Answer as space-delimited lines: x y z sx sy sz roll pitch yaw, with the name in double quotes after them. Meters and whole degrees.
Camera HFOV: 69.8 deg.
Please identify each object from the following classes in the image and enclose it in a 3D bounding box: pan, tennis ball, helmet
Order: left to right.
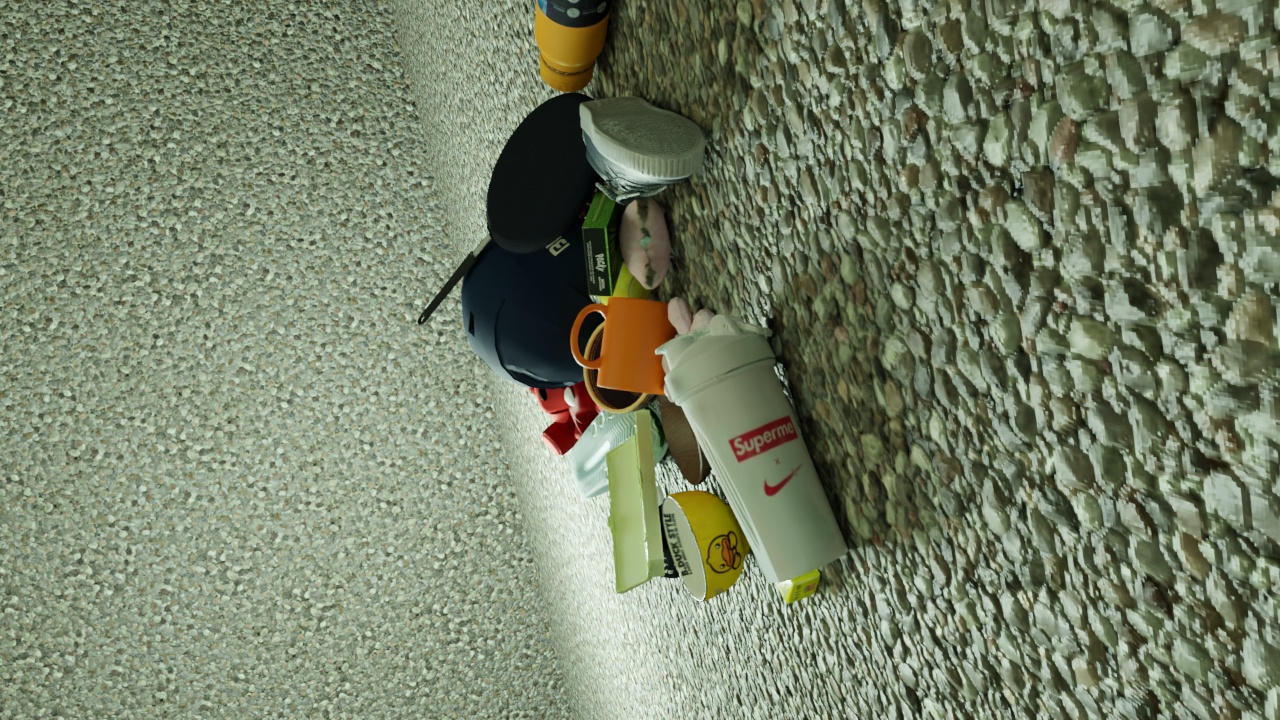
-0.165 -0.165 1.084 0.357 0.021 0.198 -46 46 22 "pan"
-0.111 -0.063 1.198 0.272 0.223 0.232 40 -170 -39 "helmet"
-0.020 -0.088 1.049 0.065 0.065 0.065 164 90 -75 "tennis ball"

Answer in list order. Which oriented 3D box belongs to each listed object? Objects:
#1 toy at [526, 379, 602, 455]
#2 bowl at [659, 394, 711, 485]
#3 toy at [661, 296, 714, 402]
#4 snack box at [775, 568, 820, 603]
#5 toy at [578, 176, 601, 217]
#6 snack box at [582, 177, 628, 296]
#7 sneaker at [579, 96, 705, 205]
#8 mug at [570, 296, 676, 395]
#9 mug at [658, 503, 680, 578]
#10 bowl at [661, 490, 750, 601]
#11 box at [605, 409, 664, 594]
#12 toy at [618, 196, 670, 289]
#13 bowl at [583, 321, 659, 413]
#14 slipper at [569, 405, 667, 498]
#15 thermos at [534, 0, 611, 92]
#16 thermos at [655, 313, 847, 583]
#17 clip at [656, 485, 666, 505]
-0.103 0.046 1.396 0.198 0.120 0.158 133 123 -63 "toy"
0.056 0.078 1.011 0.118 0.030 0.118 164 90 -74 "bowl"
0.049 -0.009 0.927 0.063 0.047 0.110 44 138 48 "toy"
0.120 0.155 0.868 0.040 0.029 0.148 92 157 -49 "snack box"
-0.068 -0.234 1.080 0.112 0.067 0.087 57 145 13 "toy"
-0.033 -0.142 0.987 0.147 0.025 0.080 -77 -14 -53 "snack box"
-0.005 -0.190 0.866 0.235 0.089 0.087 -122 25 -61 "sneaker"
-0.019 -0.017 0.978 0.078 0.112 0.096 -174 92 -75 "mug"
0.053 0.231 1.122 0.105 0.071 0.078 39 152 18 "mug"
0.075 0.192 0.987 0.117 0.067 0.117 164 90 -74 "bowl"
-0.002 0.168 1.087 0.141 0.047 0.187 125 145 -51 "box"
0.003 -0.126 0.963 0.096 0.052 0.099 -119 22 -79 "toy"
-0.006 0.006 1.078 0.113 0.061 0.112 -4 85 42 "bowl"
-0.026 0.122 1.251 0.246 0.074 0.104 -42 61 54 "slipper"
-0.061 -0.373 0.920 0.076 0.091 0.233 38 156 9 "thermos"
0.098 0.070 0.771 0.220 0.099 0.099 66 164 9 "thermos"
0.029 0.222 1.253 0.054 0.040 0.101 -29 76 61 "clip"
